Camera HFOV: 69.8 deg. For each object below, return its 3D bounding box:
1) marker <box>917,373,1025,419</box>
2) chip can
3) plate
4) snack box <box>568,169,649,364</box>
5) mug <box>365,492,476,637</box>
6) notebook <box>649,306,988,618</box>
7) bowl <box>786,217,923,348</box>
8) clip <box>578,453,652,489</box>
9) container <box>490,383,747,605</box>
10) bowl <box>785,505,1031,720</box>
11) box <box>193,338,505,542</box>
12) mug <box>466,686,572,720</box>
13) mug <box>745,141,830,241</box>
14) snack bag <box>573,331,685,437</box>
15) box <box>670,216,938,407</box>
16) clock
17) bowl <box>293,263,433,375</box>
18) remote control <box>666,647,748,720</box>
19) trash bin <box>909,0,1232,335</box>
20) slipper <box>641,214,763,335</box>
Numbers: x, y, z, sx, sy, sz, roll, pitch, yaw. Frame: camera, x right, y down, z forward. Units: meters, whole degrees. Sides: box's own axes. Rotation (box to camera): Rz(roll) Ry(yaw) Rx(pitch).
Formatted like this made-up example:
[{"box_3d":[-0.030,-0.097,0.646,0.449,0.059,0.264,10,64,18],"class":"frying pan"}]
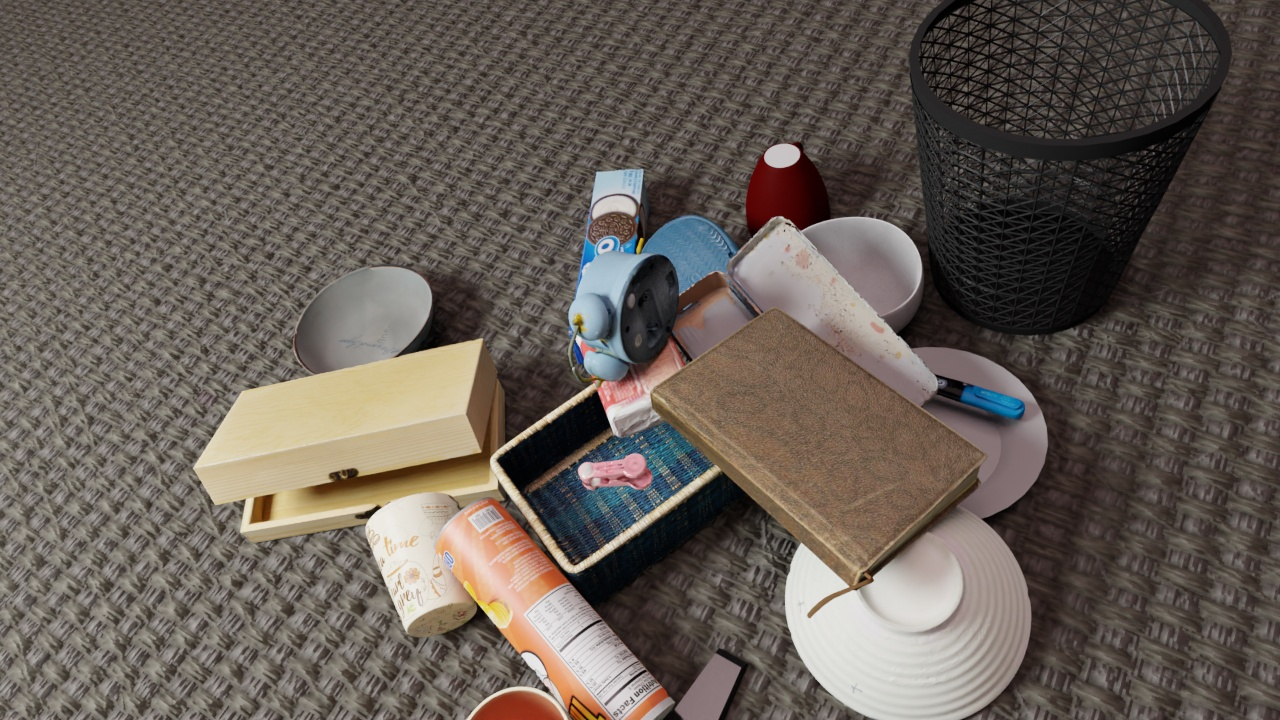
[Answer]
[{"box_3d":[0.261,0.023,0.775,0.123,0.015,0.018,19,61,28],"class":"marker"},{"box_3d":[-0.068,0.199,0.692,0.062,0.062,0.210,-40,68,-16],"class":"chip can"},{"box_3d":[0.248,0.063,0.772,0.173,0.019,0.172,-7,52,9],"class":"plate"},{"box_3d":[-0.029,-0.101,0.944,0.059,0.059,0.225,0,54,10],"class":"snack box"},{"box_3d":[-0.159,0.169,0.773,0.121,0.081,0.097,-12,56,-22],"class":"mug"},{"box_3d":[0.115,0.065,0.672,0.189,0.035,0.215,-32,55,-28],"class":"notebook"},{"box_3d":[0.194,-0.065,0.854,0.132,0.064,0.131,-7,52,9],"class":"bowl"},{"box_3d":[-0.019,0.092,0.729,0.059,0.038,0.022,-3,56,10],"class":"clip"},{"box_3d":[-0.011,0.094,0.782,0.187,0.071,0.145,-34,53,-12],"class":"container"},{"box_3d":[0.191,0.166,0.662,0.177,0.071,0.177,-6,60,11],"class":"bowl"},{"box_3d":[-0.253,0.079,0.856,0.249,0.123,0.140,-11,29,5],"class":"box"},{"box_3d":[-0.059,0.285,0.629,0.111,0.104,0.085,6,56,17],"class":"mug"},{"box_3d":[0.151,-0.185,0.940,0.087,0.088,0.113,8,56,20],"class":"mug"},{"box_3d":[-0.005,0.005,0.777,0.077,0.036,0.115,-22,51,-4],"class":"snack bag"},{"box_3d":[0.131,-0.010,0.783,0.154,0.058,0.216,-39,62,3],"class":"box"},{"box_3d":[-0.018,-0.035,0.730,0.052,0.089,0.124,16,55,29],"class":"clock"},{"box_3d":[-0.276,-0.027,0.951,0.151,0.057,0.150,-7,52,9],"class":"bowl"},{"box_3d":[0.038,0.270,0.675,0.039,0.010,0.124,22,61,28],"class":"remote control"},{"box_3d":[0.336,-0.160,0.774,0.217,0.243,0.216,-7,52,9],"class":"trash bin"},{"box_3d":[0.072,-0.047,0.878,0.104,0.059,0.213,-33,66,-1],"class":"slipper"}]
